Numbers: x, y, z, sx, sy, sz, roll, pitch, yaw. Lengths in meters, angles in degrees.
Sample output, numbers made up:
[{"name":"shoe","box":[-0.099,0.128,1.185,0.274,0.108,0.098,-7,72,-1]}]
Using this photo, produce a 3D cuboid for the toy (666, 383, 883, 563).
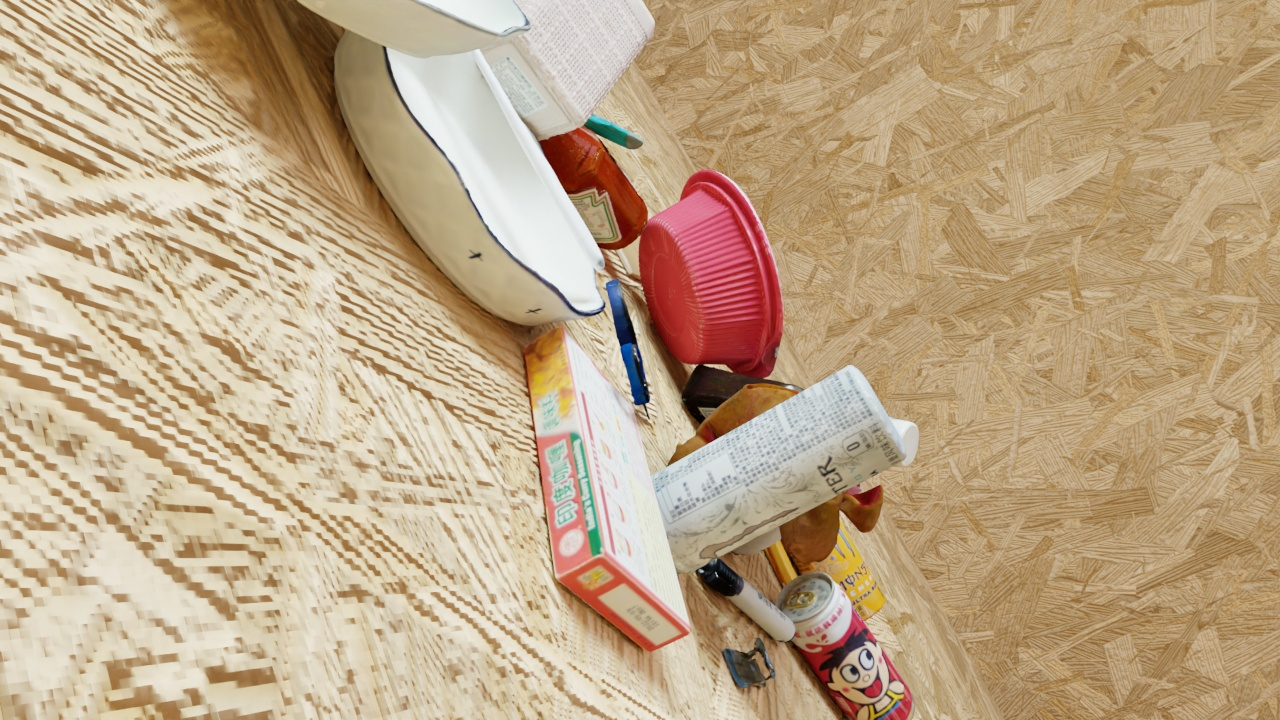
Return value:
[{"name":"toy","box":[0.092,0.081,0.635,0.140,0.130,0.199,28,6,11]}]

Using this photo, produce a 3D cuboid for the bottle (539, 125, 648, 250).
[{"name":"bottle","box":[-0.061,-0.167,0.733,0.206,0.060,0.059,48,17,-49]}]

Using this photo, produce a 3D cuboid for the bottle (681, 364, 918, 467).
[{"name":"bottle","box":[0.128,0.048,0.746,0.195,0.044,0.080,12,-23,40]}]

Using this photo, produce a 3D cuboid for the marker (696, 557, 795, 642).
[{"name":"marker","box":[0.071,0.159,0.601,0.131,0.018,0.022,47,26,-43]}]

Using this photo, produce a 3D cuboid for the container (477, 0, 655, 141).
[{"name":"container","box":[-0.062,-0.209,0.610,0.090,0.090,0.110,50,52,-34]}]

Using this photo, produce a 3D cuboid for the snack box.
[{"name":"snack box","box":[-0.019,0.058,0.450,0.077,0.027,0.155,51,15,-38]}]

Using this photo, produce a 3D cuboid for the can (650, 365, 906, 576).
[{"name":"can","box":[0.067,0.062,0.501,0.058,0.147,0.058,55,13,-19]}]

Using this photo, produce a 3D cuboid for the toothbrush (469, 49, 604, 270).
[{"name":"toothbrush","box":[-0.064,-0.131,0.527,0.180,0.016,0.016,61,14,4]}]

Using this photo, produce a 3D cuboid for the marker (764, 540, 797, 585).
[{"name":"marker","box":[0.131,0.201,0.755,0.123,0.015,0.018,66,15,18]}]

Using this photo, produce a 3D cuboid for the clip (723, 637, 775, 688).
[{"name":"clip","box":[0.068,0.180,0.539,0.027,0.045,0.058,65,7,27]}]

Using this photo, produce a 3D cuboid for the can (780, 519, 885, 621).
[{"name":"can","box":[0.168,0.175,0.858,0.146,0.058,0.058,60,12,3]}]

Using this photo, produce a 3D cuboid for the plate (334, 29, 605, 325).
[{"name":"plate","box":[-0.091,-0.104,0.502,0.205,0.046,0.204,56,12,-19]}]

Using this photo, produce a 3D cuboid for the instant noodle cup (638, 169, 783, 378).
[{"name":"instant noodle cup","box":[0.052,-0.067,0.812,0.194,0.065,0.194,163,-90,-71]}]

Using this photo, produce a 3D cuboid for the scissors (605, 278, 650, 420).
[{"name":"scissors","box":[0.000,0.016,0.571,0.124,0.012,0.174,-104,179,-46]}]

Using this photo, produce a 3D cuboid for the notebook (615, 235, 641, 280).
[{"name":"notebook","box":[-0.012,-0.139,0.994,0.149,0.012,0.211,63,13,12]}]

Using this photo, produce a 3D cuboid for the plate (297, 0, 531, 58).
[{"name":"plate","box":[-0.154,-0.221,0.425,0.161,0.034,0.265,7,41,-53]}]

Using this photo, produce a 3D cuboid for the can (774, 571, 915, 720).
[{"name":"can","box":[0.156,0.225,0.698,0.133,0.053,0.053,55,13,-19]}]

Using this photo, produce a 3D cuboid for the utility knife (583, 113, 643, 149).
[{"name":"utility knife","box":[-0.062,-0.206,0.753,0.151,0.012,0.029,27,-9,10]}]
